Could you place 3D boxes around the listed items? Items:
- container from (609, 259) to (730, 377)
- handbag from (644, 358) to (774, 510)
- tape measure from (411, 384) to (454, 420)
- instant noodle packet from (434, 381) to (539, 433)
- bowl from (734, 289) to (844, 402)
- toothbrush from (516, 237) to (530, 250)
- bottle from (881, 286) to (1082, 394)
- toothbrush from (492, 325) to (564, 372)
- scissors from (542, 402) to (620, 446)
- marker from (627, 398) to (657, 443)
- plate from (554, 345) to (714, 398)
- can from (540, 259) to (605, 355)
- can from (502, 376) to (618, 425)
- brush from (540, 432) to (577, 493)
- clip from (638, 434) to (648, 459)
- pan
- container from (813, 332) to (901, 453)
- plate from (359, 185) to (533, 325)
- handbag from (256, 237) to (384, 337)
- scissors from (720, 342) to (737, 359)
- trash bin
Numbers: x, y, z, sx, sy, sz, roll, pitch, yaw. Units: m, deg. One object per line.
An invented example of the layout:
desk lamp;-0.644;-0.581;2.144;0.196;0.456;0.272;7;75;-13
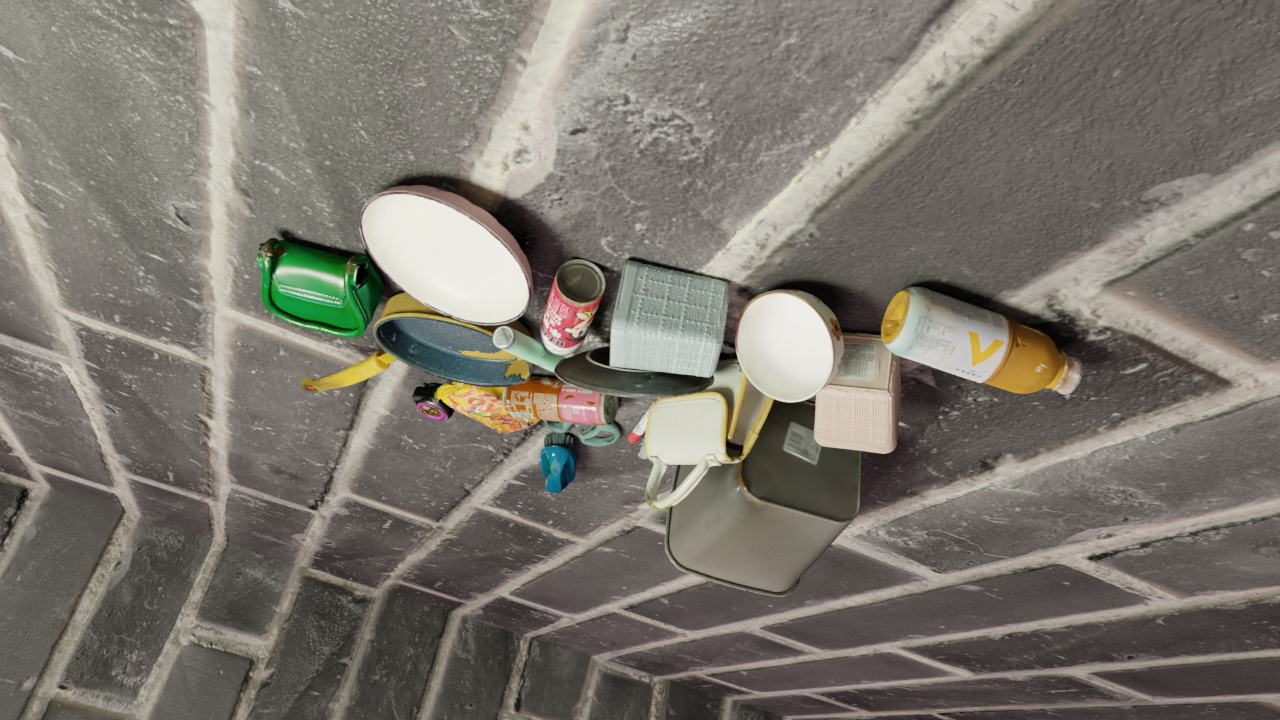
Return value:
container;0.030;-0.039;0.947;0.111;0.089;0.090;10;153;3
handbag;0.061;0.088;1.060;0.063;0.178;0.164;35;157;-25
tape measure;-0.298;0.059;1.342;0.057;0.039;0.058;3;146;21
instant noodle packet;-0.213;0.060;1.298;0.111;0.044;0.128;-20;137;42
bowl;0.159;-0.020;0.926;0.114;0.113;0.062;-16;-177;45
toothbrush;-0.172;-0.103;1.002;0.018;0.015;0.182;26;152;-34
bottle;0.326;-0.013;0.872;0.189;0.067;0.068;18;153;-7
toothbrush;-0.113;-0.004;1.088;0.026;0.027;0.224;24;178;22
scissors;-0.083;0.078;1.295;0.143;0.019;0.180;18;154;-6
marker;0.008;0.084;1.264;0.017;0.017;0.146;18;152;-8
plate;-0.006;0.006;1.023;0.179;0.024;0.179;5;-165;-1
can;-0.077;-0.055;1.004;0.053;0.053;0.133;18;153;-6
can;-0.107;0.052;1.215;0.147;0.057;0.058;4;151;19
brush;-0.128;0.166;1.423;0.055;0.073;0.144;9;152;0
clip;0.011;0.123;1.338;0.025;0.032;0.057;15;146;-6
pan;-0.298;-0.003;1.167;0.358;0.078;0.197;-3;152;31
container;0.233;0.031;0.983;0.090;0.089;0.111;6;148;17
plate;-0.195;-0.113;0.947;0.192;0.038;0.193;17;147;11
handbag;-0.374;-0.089;1.068;0.131;0.067;0.120;13;152;3
scissors;0.107;-0.014;1.038;0.133;0.012;0.172;-10;143;41
trash bin;0.161;0.162;1.168;0.199;0.198;0.220;17;145;-8
